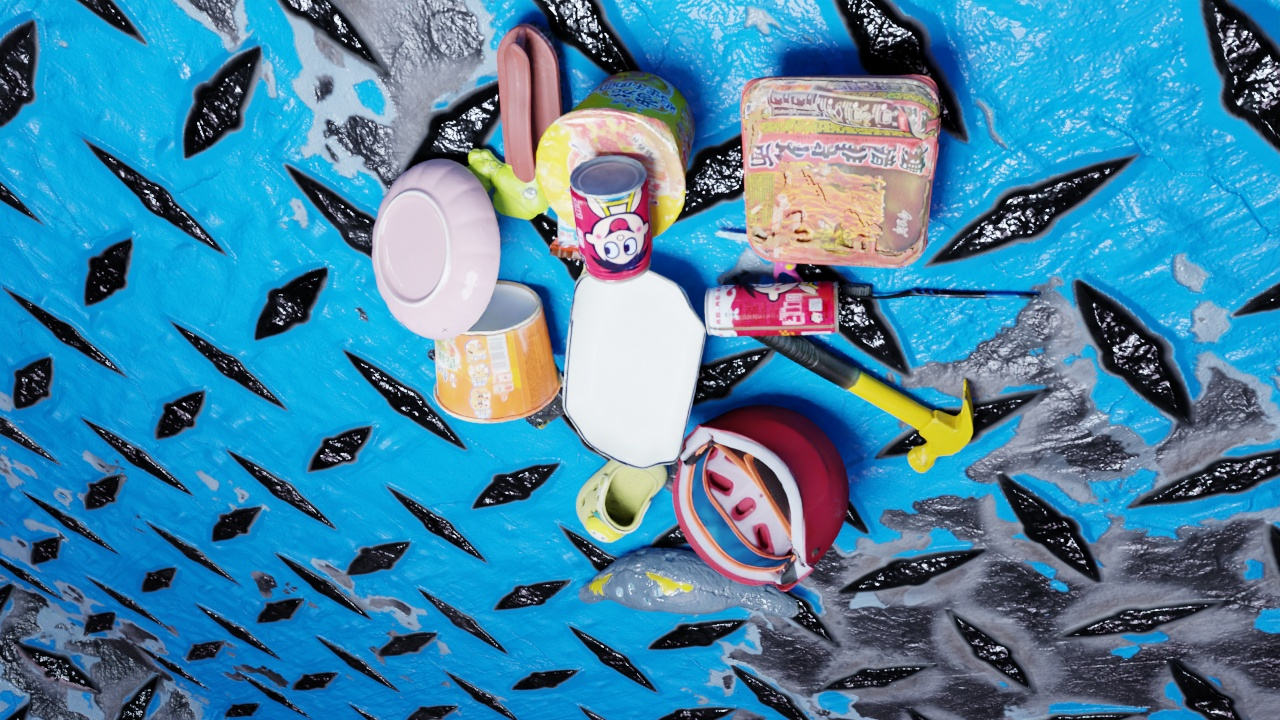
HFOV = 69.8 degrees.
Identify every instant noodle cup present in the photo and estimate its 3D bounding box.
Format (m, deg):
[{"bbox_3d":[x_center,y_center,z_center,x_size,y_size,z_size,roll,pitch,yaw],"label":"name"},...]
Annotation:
[{"bbox_3d":[-0.013,-0.193,0.846,0.138,0.109,0.138,11,134,12],"label":"instant noodle cup"},{"bbox_3d":[0.177,-0.173,0.814,0.165,0.078,0.189,6,132,16],"label":"instant noodle cup"},{"bbox_3d":[-0.168,-0.016,1.053,0.151,0.151,0.112,8,126,14],"label":"instant noodle cup"}]

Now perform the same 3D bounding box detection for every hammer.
[{"bbox_3d":[0.232,0.019,1.005,0.300,0.032,0.129,28,134,-6],"label":"hammer"}]

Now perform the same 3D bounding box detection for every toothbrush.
[{"bbox_3d":[0.295,-0.068,0.915,0.190,0.014,0.016,2,108,18],"label":"toothbrush"}]

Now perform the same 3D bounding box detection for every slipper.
[{"bbox_3d":[-0.033,0.191,1.234,0.091,0.081,0.191,30,132,-5],"label":"slipper"}]

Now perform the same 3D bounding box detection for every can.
[{"bbox_3d":[0.135,-0.052,0.937,0.133,0.053,0.053,-1,131,13],"label":"can"},{"bbox_3d":[-0.024,-0.120,0.793,0.066,0.066,0.094,8,134,14],"label":"can"}]

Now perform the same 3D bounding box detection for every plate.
[{"bbox_3d":[-0.006,0.006,1.031,0.162,0.034,0.266,22,127,19],"label":"plate"},{"bbox_3d":[-0.227,-0.117,0.968,0.193,0.039,0.192,3,96,38],"label":"plate"}]

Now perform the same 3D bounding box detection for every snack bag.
[{"bbox_3d":[-0.072,-0.151,0.967,0.048,0.026,0.104,6,136,-5],"label":"snack bag"}]

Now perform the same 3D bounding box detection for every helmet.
[{"bbox_3d":[0.149,0.150,1.075,0.207,0.143,0.241,51,148,13],"label":"helmet"}]

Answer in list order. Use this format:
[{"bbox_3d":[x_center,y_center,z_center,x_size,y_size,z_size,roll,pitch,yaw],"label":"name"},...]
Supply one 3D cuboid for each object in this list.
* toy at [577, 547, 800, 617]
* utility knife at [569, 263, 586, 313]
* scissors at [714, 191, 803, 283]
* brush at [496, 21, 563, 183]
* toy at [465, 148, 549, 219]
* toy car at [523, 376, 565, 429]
[{"bbox_3d":[0.048,0.325,1.321,0.357,0.091,0.138,-2,142,26],"label":"toy"},{"bbox_3d":[-0.052,-0.099,0.996,0.031,0.020,0.191,12,142,-9],"label":"utility knife"},{"bbox_3d":[0.144,-0.120,0.919,0.131,0.017,0.133,-18,124,34],"label":"scissors"},{"bbox_3d":[-0.104,-0.243,0.863,0.063,0.069,0.146,11,134,10],"label":"brush"},{"bbox_3d":[-0.140,-0.182,0.961,0.100,0.031,0.097,37,133,-9],"label":"toy"},{"bbox_3d":[-0.115,0.051,1.167,0.049,0.031,0.107,42,133,-20],"label":"toy car"}]
